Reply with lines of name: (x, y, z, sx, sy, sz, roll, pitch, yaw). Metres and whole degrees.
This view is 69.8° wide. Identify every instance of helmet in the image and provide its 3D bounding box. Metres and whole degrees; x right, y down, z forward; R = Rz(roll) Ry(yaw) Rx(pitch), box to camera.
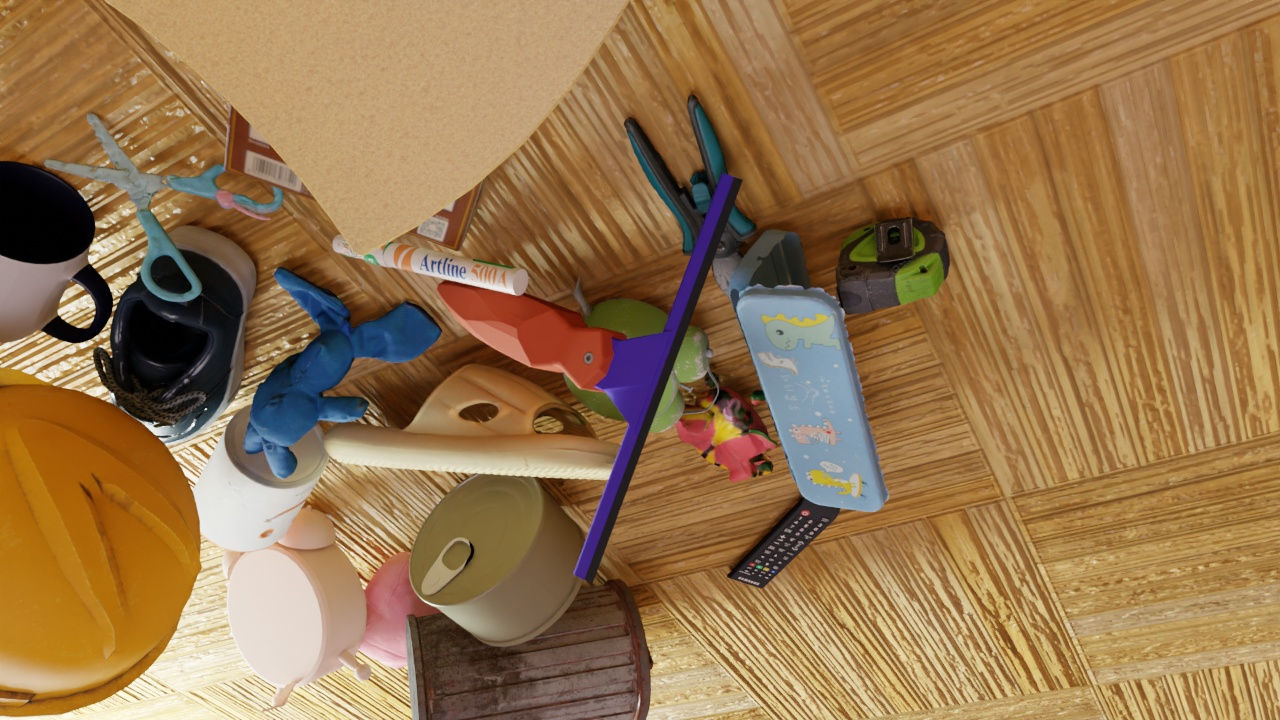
helmet: (-0.377, 0.096, 0.583, 0.132, 0.204, 0.255, -26, 107, 33)

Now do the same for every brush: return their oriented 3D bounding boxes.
brush: (-0.139, -0.193, 0.396, 0.195, 0.075, 0.250, -39, 113, 21)

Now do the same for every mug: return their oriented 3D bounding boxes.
mug: (-0.307, 0.094, 0.739, 0.082, 0.082, 0.106, 27, 130, -19)
mug: (-0.401, -0.058, 0.600, 0.112, 0.078, 0.097, 41, 126, -17)

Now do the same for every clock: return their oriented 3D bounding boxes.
clock: (-0.004, 0.004, 0.629, 0.119, 0.042, 0.095, 22, 134, -2)
clock: (-0.318, 0.223, 0.822, 0.131, 0.160, 0.086, -24, 165, 28)

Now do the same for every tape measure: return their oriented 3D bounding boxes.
tape measure: (0.149, -0.061, 0.545, 0.066, 0.058, 0.036, -10, 132, 19)

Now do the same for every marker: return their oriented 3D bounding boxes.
marker: (-0.134, -0.062, 0.574, 0.146, 0.017, 0.017, 14, 139, 26)

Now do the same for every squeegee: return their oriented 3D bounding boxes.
squeegee: (-0.063, -0.018, 0.569, 0.185, 0.250, 0.055, 24, -173, 35)

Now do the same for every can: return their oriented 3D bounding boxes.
can: (-0.114, 0.158, 0.745, 0.128, 0.127, 0.073, -18, 131, 23)

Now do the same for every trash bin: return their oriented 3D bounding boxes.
trash bin: (-0.094, 0.272, 0.813, 0.211, 0.130, 0.131, -4, 137, -18)

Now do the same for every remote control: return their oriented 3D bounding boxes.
remote control: (0.121, 0.157, 0.791, 0.033, 0.015, 0.147, 21, 133, -13)

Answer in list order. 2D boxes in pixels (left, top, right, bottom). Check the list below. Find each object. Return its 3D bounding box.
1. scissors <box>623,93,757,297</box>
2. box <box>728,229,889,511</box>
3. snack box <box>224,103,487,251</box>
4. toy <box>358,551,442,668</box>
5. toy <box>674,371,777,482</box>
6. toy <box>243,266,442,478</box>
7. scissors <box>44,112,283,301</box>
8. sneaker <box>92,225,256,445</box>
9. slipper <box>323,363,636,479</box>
scissors: (0.041, -0.095, 0.553, 0.131, 0.019, 0.150, 19, 132, -10)
box: (0.122, 0.016, 0.595, 0.079, 0.072, 0.210, 17, 145, 39)
snack box: (-0.148, -0.147, 0.511, 0.143, 0.041, 0.147, 19, 133, -11)
toy: (-0.192, 0.277, 0.900, 0.142, 0.084, 0.213, -36, 120, 29)
toy: (0.065, 0.054, 0.675, 0.084, 0.046, 0.103, 11, 146, 21)
toy: (-0.235, 0.010, 0.646, 0.113, 0.071, 0.176, 41, 105, 2)
scissors: (-0.295, -0.088, 0.557, 0.138, 0.119, 0.015, 10, 166, -7)
sneaker: (-0.337, 0.006, 0.652, 0.089, 0.087, 0.236, 25, 133, -15)
slipper: (-0.118, 0.045, 0.673, 0.262, 0.079, 0.111, -1, 167, 27)
